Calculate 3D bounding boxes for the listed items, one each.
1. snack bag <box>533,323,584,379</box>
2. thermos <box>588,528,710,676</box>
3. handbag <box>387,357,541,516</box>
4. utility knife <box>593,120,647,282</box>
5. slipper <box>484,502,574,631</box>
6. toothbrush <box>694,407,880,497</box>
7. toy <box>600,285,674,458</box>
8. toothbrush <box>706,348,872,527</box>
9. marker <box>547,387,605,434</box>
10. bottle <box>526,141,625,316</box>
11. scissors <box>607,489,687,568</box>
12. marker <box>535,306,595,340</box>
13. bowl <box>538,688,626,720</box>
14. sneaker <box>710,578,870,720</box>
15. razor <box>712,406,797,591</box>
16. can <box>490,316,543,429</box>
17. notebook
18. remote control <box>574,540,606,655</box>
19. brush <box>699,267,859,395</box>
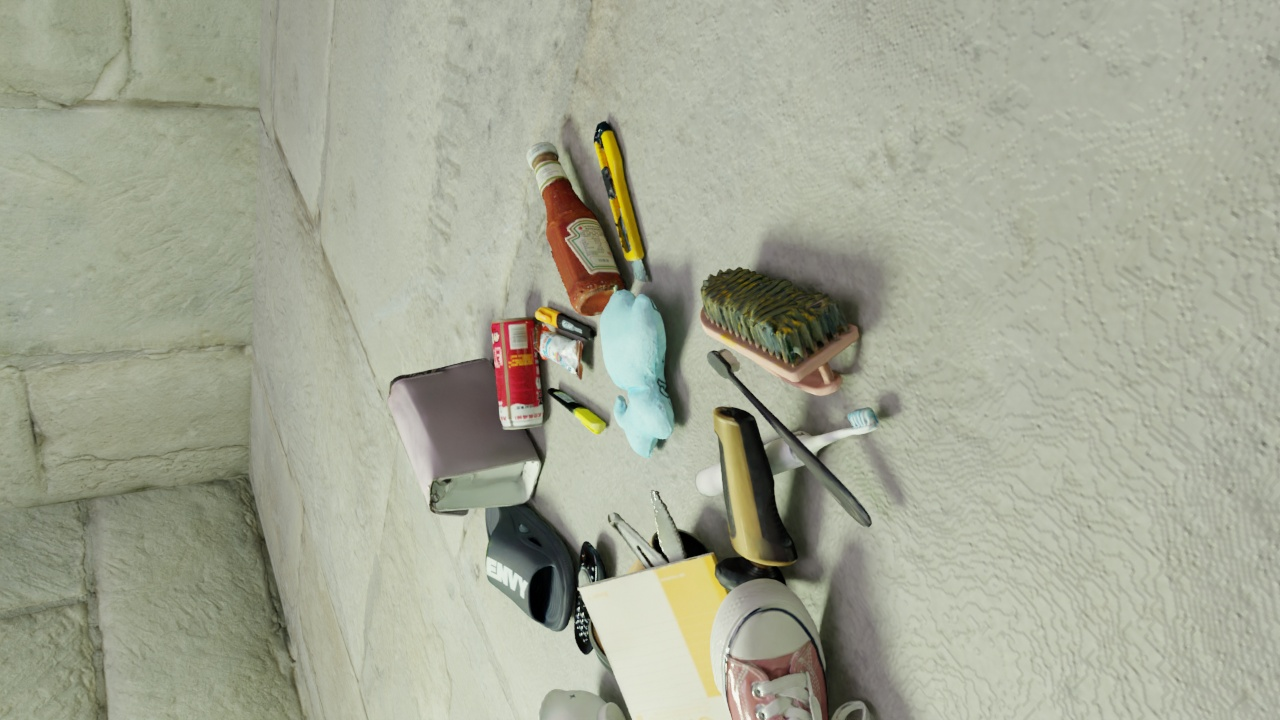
[{"bbox_3d":[-0.089,-0.011,1.036,0.105,0.026,0.045,23,112,53],"label":"snack bag"},{"bbox_3d":[0.012,0.229,0.859,0.093,0.093,0.143,54,130,40],"label":"thermos"},{"bbox_3d":[-0.231,0.098,1.177,0.197,0.144,0.099,56,137,39],"label":"handbag"},{"bbox_3d":[-0.020,-0.156,0.906,0.033,0.015,0.177,-38,63,58],"label":"utility knife"},{"bbox_3d":[-0.162,0.248,1.146,0.268,0.083,0.111,37,125,55],"label":"slipper"},{"bbox_3d":[0.110,0.075,0.720,0.222,0.026,0.026,-33,83,56],"label":"toothbrush"},{"bbox_3d":[-0.005,0.005,0.879,0.156,0.049,0.162,64,152,18],"label":"toy"},{"bbox_3d":[0.109,0.053,0.679,0.181,0.018,0.016,50,140,29],"label":"toothbrush"},{"bbox_3d":[-0.074,0.055,1.029,0.124,0.018,0.015,31,116,54],"label":"marker"},{"bbox_3d":[-0.074,-0.142,0.958,0.060,0.059,0.206,-54,50,48],"label":"bottle"},{"bbox_3d":[0.044,0.223,0.786,0.189,0.015,0.225,17,110,26],"label":"scissors"},{"bbox_3d":[-0.086,-0.042,1.035,0.124,0.015,0.018,23,119,53],"label":"marker"},{"bbox_3d":[-0.052,0.407,0.998,0.065,0.118,0.118,-26,67,16],"label":"bowl"},{"bbox_3d":[0.111,0.285,0.684,0.088,0.118,0.241,-152,53,-74],"label":"sneaker"},{"bbox_3d":[0.081,0.113,0.714,0.062,0.067,0.167,-105,3,-71],"label":"razor"},{"bbox_3d":[-0.149,0.015,1.112,0.053,0.053,0.132,-3,93,59],"label":"can"},{"bbox_3d":[0.041,0.275,0.785,0.146,0.010,0.206,-22,90,32],"label":"notebook"},{"bbox_3d":[-0.055,0.266,1.029,0.053,0.024,0.136,-141,53,-57],"label":"remote control"},{"bbox_3d":[0.096,-0.023,0.700,0.146,0.063,0.073,30,151,55],"label":"brush"}]
